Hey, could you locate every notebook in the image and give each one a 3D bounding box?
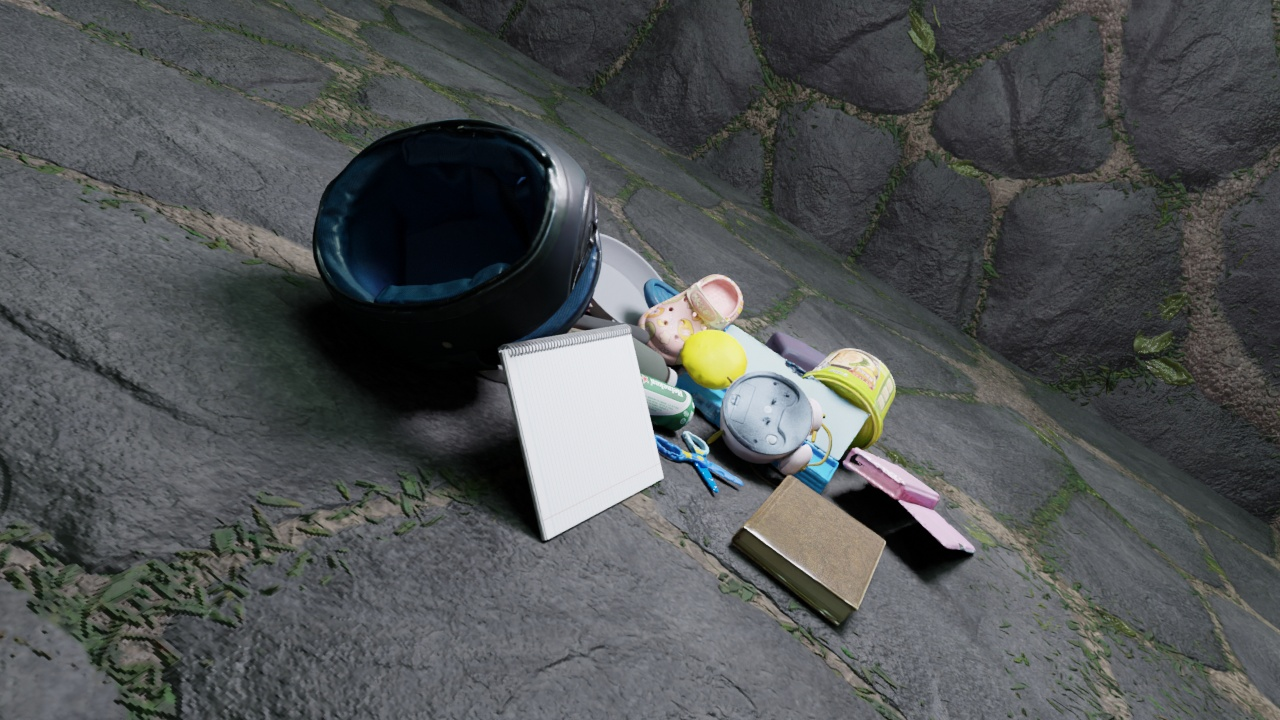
[{"bbox_3d":[-0.051,0.060,0.921,0.245,0.013,0.178,-14,92,-62],"label":"notebook"},{"bbox_3d":[0.183,0.197,1.057,0.190,0.034,0.215,35,21,15],"label":"notebook"}]

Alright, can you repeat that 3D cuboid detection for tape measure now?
[{"bbox_3d":[-0.164,0.002,1.052,0.065,0.017,0.064,25,21,-16],"label":"tape measure"}]

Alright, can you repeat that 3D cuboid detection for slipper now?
[{"bbox_3d":[0.086,-0.067,1.312,0.196,0.082,0.093,-33,87,-34],"label":"slipper"},{"bbox_3d":[0.091,-0.065,1.407,0.213,0.059,0.103,32,33,-28],"label":"slipper"}]

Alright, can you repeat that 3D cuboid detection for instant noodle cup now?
[{"bbox_3d":[0.307,0.054,1.372,0.146,0.147,0.097,36,53,12],"label":"instant noodle cup"}]

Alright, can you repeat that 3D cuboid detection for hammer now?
[{"bbox_3d":[-0.131,-0.064,1.177,0.310,0.030,0.125,13,19,-25],"label":"hammer"}]

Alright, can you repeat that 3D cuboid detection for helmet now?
[{"bbox_3d":[-0.157,-0.109,0.938,0.317,0.248,0.235,-1,-15,28],"label":"helmet"}]

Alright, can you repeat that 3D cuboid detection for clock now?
[{"bbox_3d":[0.175,0.084,1.187,0.158,0.059,0.116,21,62,1],"label":"clock"}]

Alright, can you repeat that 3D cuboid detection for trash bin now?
[{"bbox_3d":[0.267,0.033,1.486,0.160,0.092,0.093,28,20,-19],"label":"trash bin"}]

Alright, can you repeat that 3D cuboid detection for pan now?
[{"bbox_3d":[-0.035,-0.064,1.328,0.200,0.051,0.355,35,33,-19],"label":"pan"}]

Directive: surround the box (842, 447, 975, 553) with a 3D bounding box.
[{"bbox_3d":[0.385,0.195,1.274,0.179,0.039,0.232,42,9,28],"label":"box"}]

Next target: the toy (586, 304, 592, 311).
[{"bbox_3d":[-0.118,-0.075,1.258,0.102,0.050,0.065,-8,28,-4],"label":"toy"}]

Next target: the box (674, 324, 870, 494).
[{"bbox_3d":[0.177,0.074,1.288,0.243,0.071,0.169,35,49,12],"label":"box"}]

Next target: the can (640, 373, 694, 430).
[{"bbox_3d":[0.016,0.050,1.138,0.101,0.053,0.053,22,22,-24],"label":"can"}]

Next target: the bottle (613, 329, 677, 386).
[{"bbox_3d":[-0.007,0.007,1.175,0.108,0.060,0.060,32,18,-28],"label":"bottle"}]

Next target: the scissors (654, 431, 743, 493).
[{"bbox_3d":[0.070,0.120,1.116,0.125,0.015,0.127,30,23,0],"label":"scissors"}]

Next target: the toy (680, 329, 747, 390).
[{"bbox_3d":[0.101,-0.002,1.252,0.094,0.041,0.095,-7,56,-16],"label":"toy"}]
